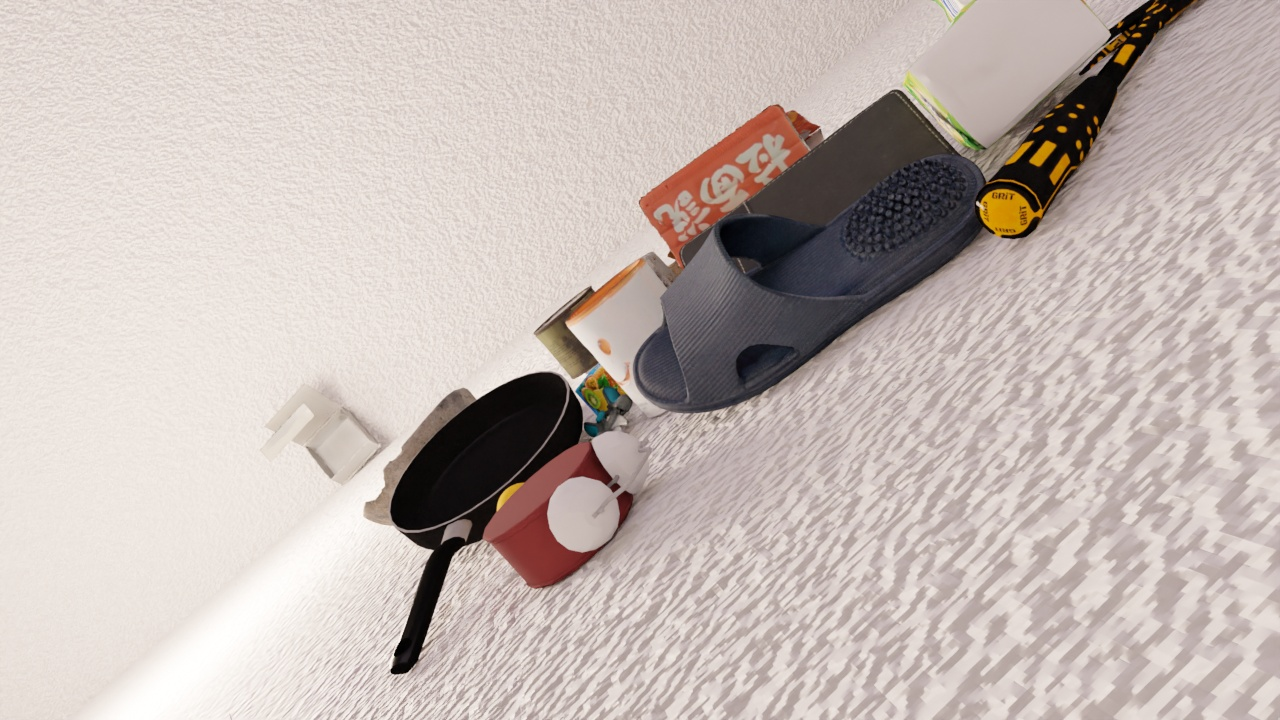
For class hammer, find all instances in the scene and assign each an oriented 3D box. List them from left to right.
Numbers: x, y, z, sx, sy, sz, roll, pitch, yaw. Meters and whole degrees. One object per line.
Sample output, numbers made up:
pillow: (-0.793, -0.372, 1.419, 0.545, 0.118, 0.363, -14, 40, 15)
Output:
hammer: (0.037, -0.106, 1.115, 0.122, 0.049, 0.317, -44, -2, 30)
hammer: (0.286, -0.168, 0.576, 0.319, 0.036, 0.124, -44, 7, -33)

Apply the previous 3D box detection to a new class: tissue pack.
tissue pack: (0.234, -0.240, 0.668, 0.120, 0.141, 0.197, -44, -1, 14)

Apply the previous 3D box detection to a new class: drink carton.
drink carton: (-0.005, 0.005, 0.867, 0.129, 0.044, 0.038, -36, 11, 33)

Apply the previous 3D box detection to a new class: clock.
clock: (-0.045, 0.095, 0.591, 0.138, 0.048, 0.096, -33, 12, 35)

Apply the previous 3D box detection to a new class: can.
can: (-0.070, -0.033, 1.094, 0.090, 0.074, 0.089, -39, 9, 7)

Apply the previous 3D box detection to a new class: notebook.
notebook: (0.129, -0.094, 0.662, 0.209, 0.029, 0.169, -34, 38, 16)

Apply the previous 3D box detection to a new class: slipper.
slipper: (0.089, -0.056, 0.585, 0.264, 0.082, 0.101, -32, 44, 22)

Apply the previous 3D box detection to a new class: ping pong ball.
ping pong ball: (-0.090, 0.114, 0.702, 0.040, 0.040, 0.040, -39, 10, 8)

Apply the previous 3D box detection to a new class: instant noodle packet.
instant noodle packet: (0.107, -0.190, 0.942, 0.165, 0.084, 0.220, -33, 7, 22)

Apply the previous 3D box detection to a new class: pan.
pan: (-0.145, 0.131, 0.787, 0.204, 0.044, 0.354, -27, 26, 19)

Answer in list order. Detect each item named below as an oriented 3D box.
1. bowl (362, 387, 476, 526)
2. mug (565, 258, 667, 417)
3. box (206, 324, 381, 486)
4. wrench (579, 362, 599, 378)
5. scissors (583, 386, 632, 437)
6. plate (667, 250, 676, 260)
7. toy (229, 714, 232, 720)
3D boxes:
bowl: (-0.219, 0.123, 1.017, 0.178, 0.081, 0.178, -54, -1, -1)
mug: (0.003, -0.018, 0.752, 0.082, 0.105, 0.082, -39, 10, 8)
box: (-0.994, 0.129, 2.635, 0.167, 0.512, 0.173, -48, 14, -4)
wrench: (-0.052, 0.012, 1.094, 0.066, 0.018, 0.273, -42, 9, -7)
scissors: (-0.029, 0.053, 0.798, 0.145, 0.019, 0.126, -49, 17, 46)
plate: (0.092, -0.143, 0.998, 0.131, 0.025, 0.131, -32, 16, 10)
toy: (-0.290, 0.294, 0.614, 0.087, 0.056, 0.106, -52, 5, -38)
